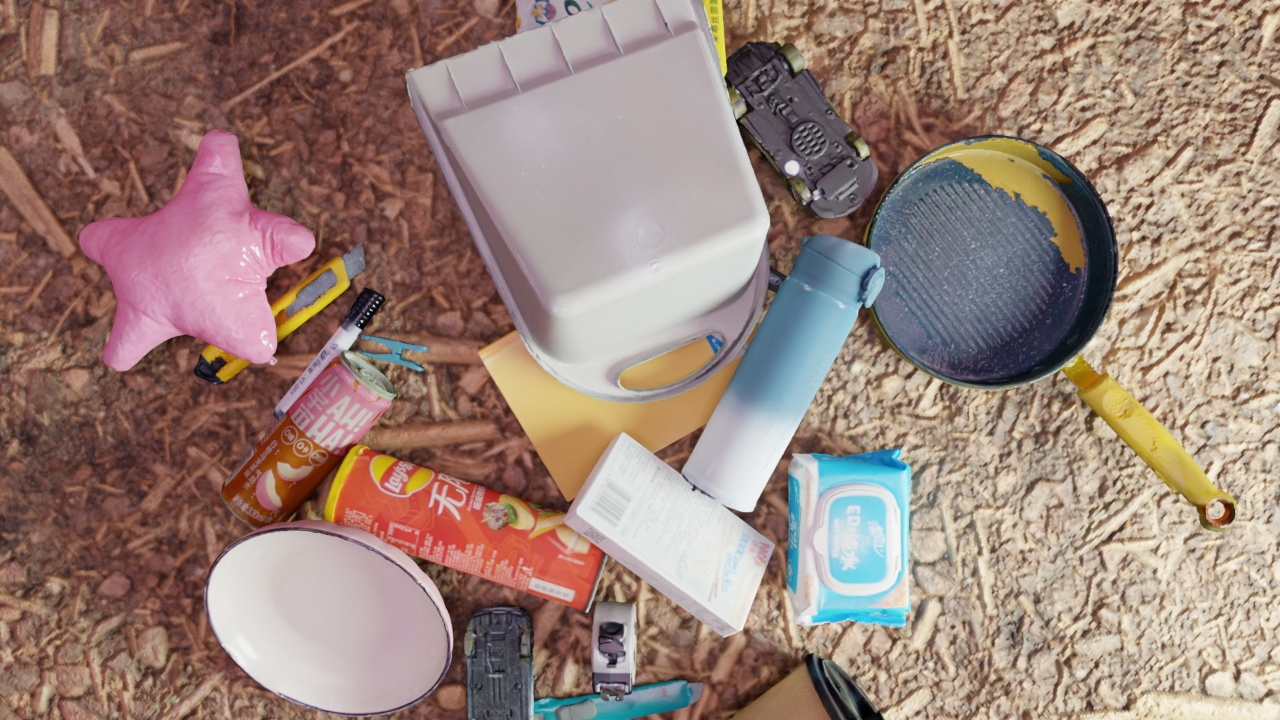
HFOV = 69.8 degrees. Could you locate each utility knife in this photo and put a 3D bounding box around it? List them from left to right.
[{"bbox_3d":[-0.290,-0.038,0.741,0.173,0.015,0.033,-37,94,1],"label":"utility knife"},{"bbox_3d":[-0.027,0.282,0.749,0.160,0.013,0.029,-10,91,0],"label":"utility knife"}]

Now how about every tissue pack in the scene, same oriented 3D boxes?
[{"bbox_3d":[0.164,0.138,0.720,0.090,0.063,0.140,1,91,0],"label":"tissue pack"}]

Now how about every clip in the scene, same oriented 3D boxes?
[{"bbox_3d":[-0.200,-0.008,0.743,0.057,0.014,0.046,12,93,-1],"label":"clip"}]

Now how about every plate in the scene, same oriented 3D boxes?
[{"bbox_3d":[-0.235,0.194,0.709,0.192,0.039,0.193,3,119,5],"label":"plate"}]

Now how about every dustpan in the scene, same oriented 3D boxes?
[{"bbox_3d":[-0.017,-0.106,0.684,0.222,0.143,0.257,-22,76,-8],"label":"dustpan"}]

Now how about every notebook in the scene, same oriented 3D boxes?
[{"bbox_3d":[-0.004,0.004,0.729,0.206,0.010,0.146,-30,103,1],"label":"notebook"}]

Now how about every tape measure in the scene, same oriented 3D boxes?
[{"bbox_3d":[-0.020,0.224,0.721,0.033,0.065,0.066,0,92,2],"label":"tape measure"}]

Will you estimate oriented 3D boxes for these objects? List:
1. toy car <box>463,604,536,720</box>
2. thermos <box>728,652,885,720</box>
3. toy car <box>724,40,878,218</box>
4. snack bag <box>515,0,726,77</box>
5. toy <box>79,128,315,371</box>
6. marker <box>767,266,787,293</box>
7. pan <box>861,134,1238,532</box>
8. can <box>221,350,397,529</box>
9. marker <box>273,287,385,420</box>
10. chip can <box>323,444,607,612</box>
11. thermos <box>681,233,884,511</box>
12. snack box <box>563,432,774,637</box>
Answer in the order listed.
[{"bbox_3d":[-0.112,0.258,0.735,0.054,0.037,0.120,-1,87,2],"label":"toy car"},{"bbox_3d":[0.115,0.296,0.715,0.143,0.093,0.093,-34,91,8],"label":"thermos"},{"bbox_3d":[0.122,-0.181,0.724,0.070,0.042,0.158,-36,90,1],"label":"toy car"},{"bbox_3d":[-0.018,-0.309,0.709,0.158,0.068,0.246,-2,91,0],"label":"snack bag"},{"bbox_3d":[-0.345,-0.062,0.712,0.195,0.074,0.178,-37,86,4],"label":"toy"},{"bbox_3d":[0.087,-0.077,0.740,0.124,0.015,0.018,30,94,-2],"label":"marker"},{"bbox_3d":[0.322,-0.014,0.709,0.198,0.078,0.357,-40,91,1],"label":"pan"},{"bbox_3d":[-0.261,0.064,0.722,0.058,0.058,0.147,42,91,-1],"label":"can"},{"bbox_3d":[-0.253,-0.004,0.742,0.022,0.018,0.130,39,91,25],"label":"marker"},{"bbox_3d":[-0.132,0.131,0.716,0.216,0.073,0.073,18,91,0],"label":"chip can"},{"bbox_3d":[0.109,0.008,0.702,0.070,0.070,0.220,28,99,0],"label":"thermos"},{"bbox_3d":[0.025,0.133,0.708,0.157,0.027,0.084,37,51,-7],"label":"snack box"}]
